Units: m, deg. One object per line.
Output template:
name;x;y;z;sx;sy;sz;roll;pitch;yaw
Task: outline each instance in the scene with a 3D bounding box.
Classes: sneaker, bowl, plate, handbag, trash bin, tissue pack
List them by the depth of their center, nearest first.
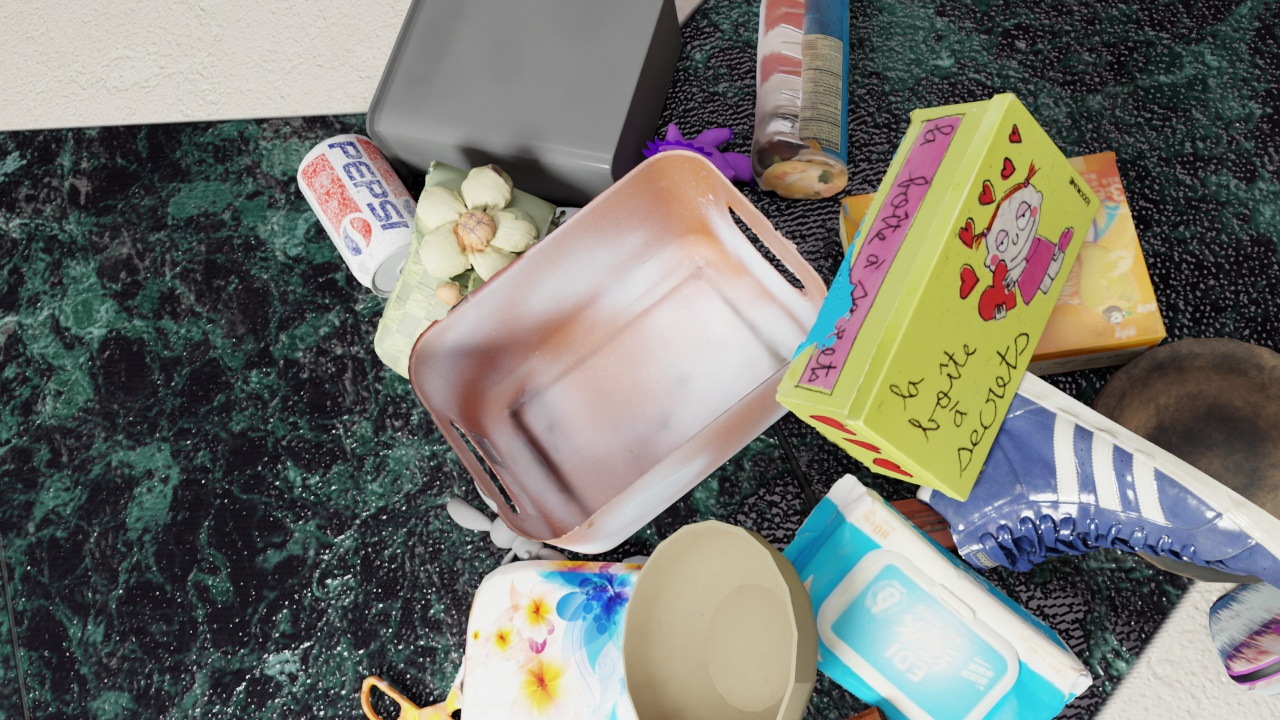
handbag;0.420;0.149;0.537;0.144;0.170;0.068;-32;70;0
sneaker;0.270;0.104;0.550;0.118;0.091;0.233;-54;49;6
bowl;0.056;0.182;0.586;0.153;0.050;0.152;-22;60;44
tissue pack;0.178;0.177;0.608;0.209;0.066;0.117;39;97;8
bowl;0.381;0.071;0.622;0.162;0.070;0.162;-3;72;10
plate;-0.046;0.240;0.659;0.187;0.016;0.186;-2;78;16
trash bin;-0.004;0.004;0.675;0.259;0.157;0.181;-39;70;-2
handbag;-0.137;-0.061;0.720;0.113;0.117;0.186;20;97;-9
trash bin;-0.097;-0.244;0.802;0.220;0.097;0.191;13;76;13

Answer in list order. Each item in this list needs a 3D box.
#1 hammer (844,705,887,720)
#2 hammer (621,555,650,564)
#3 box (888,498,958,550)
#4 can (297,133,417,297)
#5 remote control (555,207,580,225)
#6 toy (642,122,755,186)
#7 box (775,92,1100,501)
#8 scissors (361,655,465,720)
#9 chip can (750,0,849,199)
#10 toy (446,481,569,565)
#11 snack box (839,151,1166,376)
hammer;0.024;0.294;0.602;0.301;0.028;0.111;-26;81;12
hammer;0.084;0.282;0.640;0.127;0.029;0.323;-16;71;6
box;0.213;0.113;0.659;0.187;0.060;0.057;-11;39;7
can;-0.236;-0.127;0.802;0.078;0.078;0.136;-36;70;-2
remote control;-0.058;-0.100;0.785;0.114;0.028;0.060;6;76;13
toy;0.045;-0.156;0.767;0.088;0.056;0.106;24;79;15
box;0.188;-0.038;0.573;0.082;0.124;0.220;10;68;55
scissors;-0.155;0.269;0.697;0.125;0.011;0.129;30;83;13
chip can;0.136;-0.252;0.771;0.080;0.080;0.229;1;73;11
toy;-0.104;0.134;0.721;0.112;0.030;0.049;39;98;14
snack box;0.257;-0.059;0.682;0.195;0.080;0.145;-9;72;9
